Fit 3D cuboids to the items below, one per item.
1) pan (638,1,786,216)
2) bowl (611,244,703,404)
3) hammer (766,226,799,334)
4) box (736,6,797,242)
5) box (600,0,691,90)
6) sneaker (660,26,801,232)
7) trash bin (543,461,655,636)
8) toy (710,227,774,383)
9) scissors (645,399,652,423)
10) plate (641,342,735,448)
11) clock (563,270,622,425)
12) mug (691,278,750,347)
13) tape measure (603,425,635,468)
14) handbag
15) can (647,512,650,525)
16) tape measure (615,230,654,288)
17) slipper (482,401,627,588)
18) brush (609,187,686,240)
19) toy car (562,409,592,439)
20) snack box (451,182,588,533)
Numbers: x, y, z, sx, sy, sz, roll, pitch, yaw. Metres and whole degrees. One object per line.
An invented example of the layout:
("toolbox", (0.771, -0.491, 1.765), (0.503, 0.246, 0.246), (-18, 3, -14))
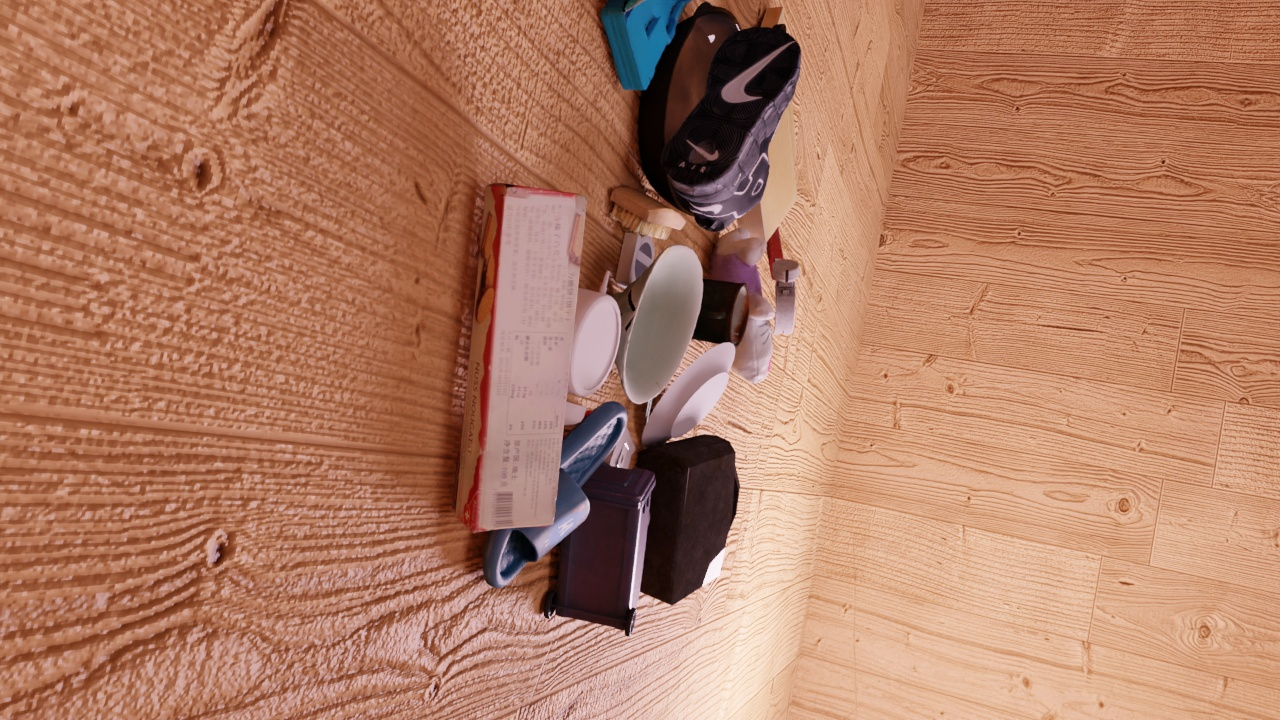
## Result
("pan", (0.091, -0.320, 1.086), (0.354, 0.043, 0.249), (-52, 146, -40))
("bowl", (-0.001, -0.046, 0.978), (0.173, 0.068, 0.174), (-45, 145, -44))
("hammer", (0.206, -0.152, 1.393), (0.315, 0.036, 0.126), (-85, 173, -57))
("box", (0.186, -0.345, 1.341), (0.256, 0.076, 0.247), (-69, 154, -43))
("box", (0.032, -0.403, 0.901), (0.242, 0.075, 0.167), (-67, -174, -30))
("sneaker", (0.116, -0.245, 1.022), (0.252, 0.097, 0.151), (-62, 157, -24))
("trash bin", (-0.038, 0.193, 0.967), (0.092, 0.094, 0.161), (-46, 144, -71))
("toy", (0.142, -0.076, 1.305), (0.137, 0.085, 0.209), (-120, -156, -69))
("scissors", (0.015, 0.021, 1.109), (0.133, 0.016, 0.073), (-73, 163, -44))
("plate", (0.069, 0.052, 1.171), (0.172, 0.019, 0.173), (-41, 158, -21))
("clock", (-0.073, -0.005, 0.836), (0.158, 0.061, 0.120), (-60, 153, -33))
("mug", (0.088, -0.064, 1.191), (0.110, 0.081, 0.085), (-12, 110, -68))
("tape measure", (-0.027, 0.109, 1.057), (0.060, 0.020, 0.062), (71, 35, -53))
("handbag", (0.067, 0.194, 1.226), (0.199, 0.102, 0.197), (-5, 105, -52))
("can", (-0.023, 0.175, 1.067), (0.106, 0.044, 0.044), (49, 54, -64))
("tape measure", (-0.005, -0.110, 1.016), (0.065, 0.017, 0.064), (20, 81, -69))
("slipper", (-0.071, 0.127, 0.854), (0.213, 0.059, 0.104), (-50, 162, -30))
("brush", (0.006, -0.156, 0.983), (0.039, 0.049, 0.117), (-60, 164, 12))
("toy car", (-0.065, 0.085, 0.940), (0.089, 0.025, 0.038), (-42, 140, -56))
("snack box", (-0.098, -0.001, 0.737), (0.076, 0.044, 0.273), (1, 99, -33))
